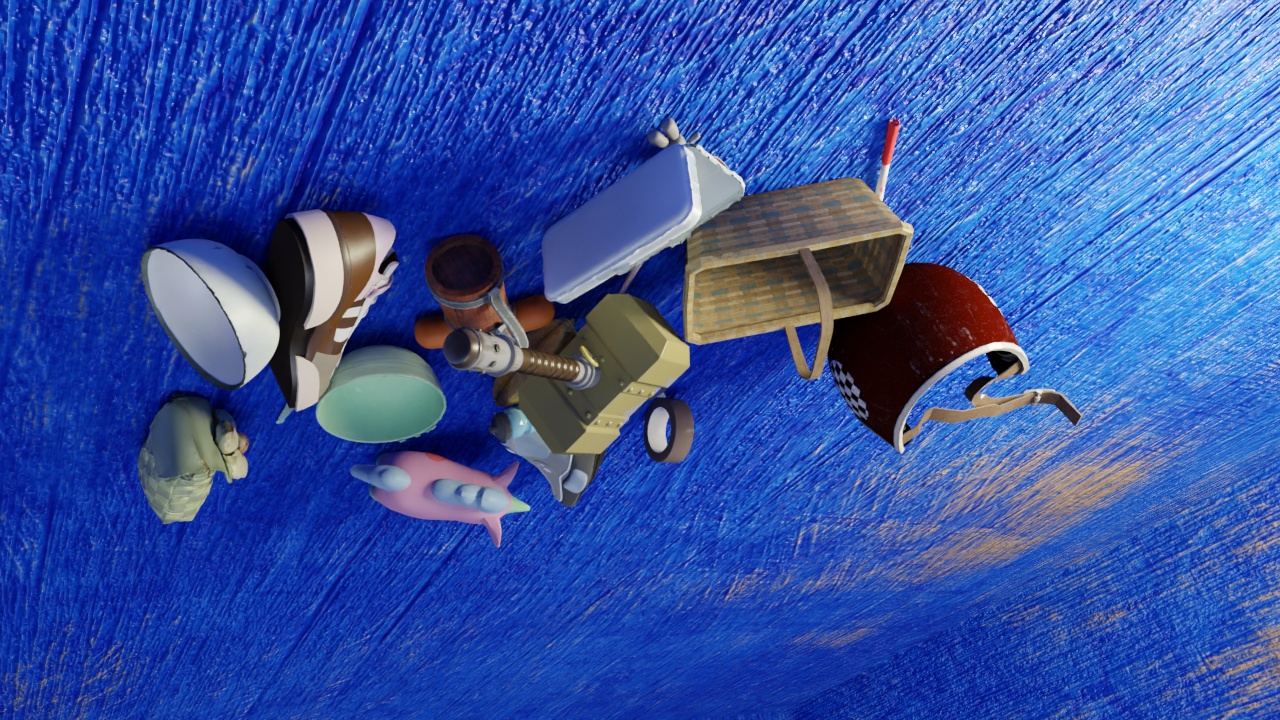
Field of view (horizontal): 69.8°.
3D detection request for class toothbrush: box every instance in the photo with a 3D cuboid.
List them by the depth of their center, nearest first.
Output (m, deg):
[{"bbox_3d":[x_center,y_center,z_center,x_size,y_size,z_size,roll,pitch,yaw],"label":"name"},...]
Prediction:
[{"bbox_3d":[-0.012,-0.104,1.069,0.018,0.015,0.182,8,142,-22],"label":"toothbrush"}]

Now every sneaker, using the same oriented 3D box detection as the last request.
[{"bbox_3d":[-0.323,-0.056,0.965,0.116,0.111,0.295,-17,154,-35],"label":"sneaker"},{"bbox_3d":[-0.142,0.134,1.333,0.160,0.092,0.257,24,159,-5],"label":"sneaker"}]

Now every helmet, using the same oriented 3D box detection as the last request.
[{"bbox_3d":[0.365,-0.001,1.149,0.233,0.253,0.234,-34,143,3],"label":"helmet"}]

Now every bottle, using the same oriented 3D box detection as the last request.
[{"bbox_3d":[-0.138,0.072,1.188,0.129,0.040,0.040,-17,154,-35],"label":"bottle"}]

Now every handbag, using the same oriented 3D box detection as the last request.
[{"bbox_3d":[-0.551,0.124,1.140,0.116,0.113,0.187,-4,152,-40],"label":"handbag"}]

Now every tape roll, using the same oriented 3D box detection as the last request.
[{"bbox_3d":[0.040,0.101,1.328,0.030,0.093,0.094,6,143,-28],"label":"tape roll"}]

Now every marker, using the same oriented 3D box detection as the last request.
[{"bbox_3d":[0.270,-0.211,1.016,0.013,0.012,0.142,-12,148,-3],"label":"marker"}]

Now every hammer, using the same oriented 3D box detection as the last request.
[{"bbox_3d":[-0.095,0.007,0.963,0.190,0.100,0.324,-45,158,14],"label":"hammer"}]

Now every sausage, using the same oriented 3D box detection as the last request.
[{"bbox_3d":[-0.181,-0.044,1.074,0.164,0.039,0.044,-11,150,-4],"label":"sausage"}]

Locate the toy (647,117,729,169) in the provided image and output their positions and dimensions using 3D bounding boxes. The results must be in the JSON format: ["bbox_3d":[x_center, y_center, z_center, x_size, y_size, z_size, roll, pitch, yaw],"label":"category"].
[{"bbox_3d":[0.047,-0.204,0.924,0.049,0.030,0.111,-37,142,17],"label":"toy"}]

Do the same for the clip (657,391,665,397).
[{"bbox_3d":[-0.027,0.042,1.277,0.164,0.031,0.169,-12,149,-6],"label":"clip"}]

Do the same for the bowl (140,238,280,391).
[{"bbox_3d":[-0.409,-0.054,0.899,0.072,0.153,0.154,-39,167,-40],"label":"bowl"}]

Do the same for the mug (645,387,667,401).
[{"bbox_3d":[-0.007,0.007,1.175,0.079,0.083,0.111,-17,147,4],"label":"mug"}]

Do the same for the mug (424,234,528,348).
[{"bbox_3d":[-0.170,-0.061,0.990,0.081,0.117,0.111,-45,159,-21],"label":"mug"}]

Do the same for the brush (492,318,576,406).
[{"bbox_3d":[-0.131,0.004,1.147,0.043,0.059,0.196,-2,152,-38],"label":"brush"}]

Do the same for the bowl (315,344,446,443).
[{"bbox_3d":[-0.312,0.031,1.103,0.151,0.077,0.151,-10,147,-6],"label":"bowl"}]

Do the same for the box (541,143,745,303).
[{"bbox_3d":[-0.002,-0.123,0.925,0.129,0.105,0.211,25,142,-33],"label":"box"}]

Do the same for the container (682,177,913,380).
[{"bbox_3d":[0.170,-0.081,1.013,0.250,0.186,0.158,-11,147,-5],"label":"container"}]

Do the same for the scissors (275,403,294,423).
[{"bbox_3d":[-0.427,0.046,1.143,0.055,0.015,0.137,12,136,-38],"label":"scissors"}]

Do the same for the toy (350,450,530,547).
[{"bbox_3d":[-0.280,0.179,1.279,0.222,0.120,0.171,21,167,-38],"label":"toy"}]
